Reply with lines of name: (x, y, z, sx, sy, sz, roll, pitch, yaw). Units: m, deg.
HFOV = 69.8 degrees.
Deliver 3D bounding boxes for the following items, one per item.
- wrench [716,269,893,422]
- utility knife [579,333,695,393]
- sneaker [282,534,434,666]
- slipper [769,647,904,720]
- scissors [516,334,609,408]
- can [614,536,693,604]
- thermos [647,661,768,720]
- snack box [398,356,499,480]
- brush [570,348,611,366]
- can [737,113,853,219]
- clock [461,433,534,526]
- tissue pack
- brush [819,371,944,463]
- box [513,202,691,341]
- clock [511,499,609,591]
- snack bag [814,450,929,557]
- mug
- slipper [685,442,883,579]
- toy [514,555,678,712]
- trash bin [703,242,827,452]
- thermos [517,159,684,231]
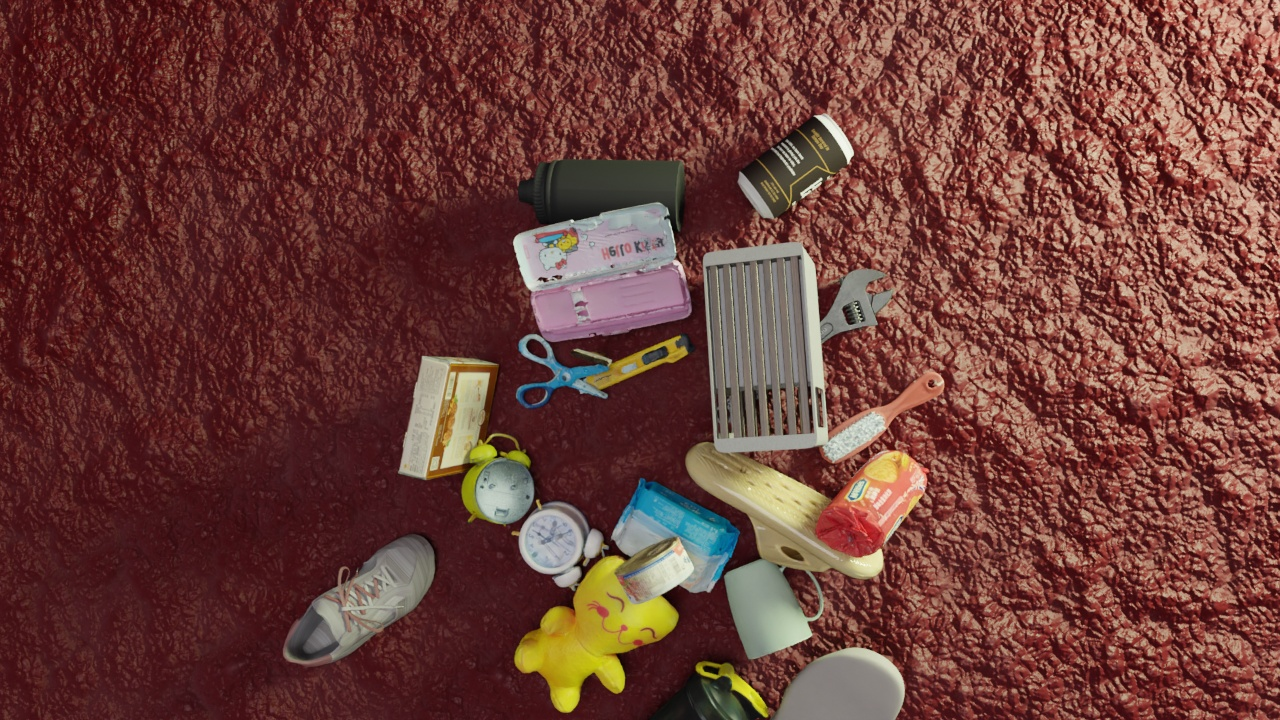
wrench: (0.198, -0.013, 1.134, 0.273, 0.018, 0.073, -41, 83, 9)
utility knife: (-0.007, 0.007, 1.171, 0.159, 0.017, 0.030, -24, 77, 12)
sneaker: (-0.369, 0.319, 1.191, 0.236, 0.089, 0.099, -43, 83, 7)
slipper: (0.216, 0.434, 1.105, 0.113, 0.080, 0.266, 36, 113, 14)
scissors: (-0.104, 0.030, 1.179, 0.140, 0.013, 0.118, 25, 107, 6)
can: (0.016, 0.244, 1.067, 0.086, 0.086, 0.043, -29, 88, 8)
thermos: (0.044, 0.461, 1.120, 0.221, 0.098, 0.098, -42, 83, 12)
snack box: (-0.235, 0.069, 1.142, 0.041, 0.147, 0.143, 12, 92, 15)
brush: (-0.055, -0.006, 1.113, 0.045, 0.143, 0.008, 18, 93, 1)
can: (0.186, -0.233, 1.109, 0.129, 0.072, 0.072, -36, 84, 7)
clock: (-0.179, 0.151, 1.164, 0.083, 0.057, 0.119, 16, 76, -32)
tissue pack: (0.044, 0.218, 1.135, 0.144, 0.061, 0.093, 27, 99, 11)
brush: (0.292, 0.069, 1.110, 0.172, 0.030, 0.041, -35, 84, 7)
box: (-0.046, -0.106, 1.133, 0.201, 0.037, 0.153, -9, 110, 15)
clock: (-0.098, 0.235, 1.166, 0.125, 0.052, 0.089, 37, 94, 5)
snack bag: (0.265, 0.165, 1.049, 0.082, 0.175, 0.082, 18, 122, 32)
mug: (0.163, 0.290, 1.105, 0.111, 0.084, 0.104, -22, 75, 3)
slipper: (0.163, 0.190, 1.103, 0.261, 0.111, 0.079, 31, 119, 9)
toy: (-0.055, 0.337, 1.139, 0.194, 0.087, 0.134, -44, 100, 8)
trash bin: (0.149, -0.010, 1.077, 0.115, 0.114, 0.228, -5, 84, 17)
thermos: (-0.049, -0.206, 1.142, 0.199, 0.086, 0.086, 3, 90, 10)
